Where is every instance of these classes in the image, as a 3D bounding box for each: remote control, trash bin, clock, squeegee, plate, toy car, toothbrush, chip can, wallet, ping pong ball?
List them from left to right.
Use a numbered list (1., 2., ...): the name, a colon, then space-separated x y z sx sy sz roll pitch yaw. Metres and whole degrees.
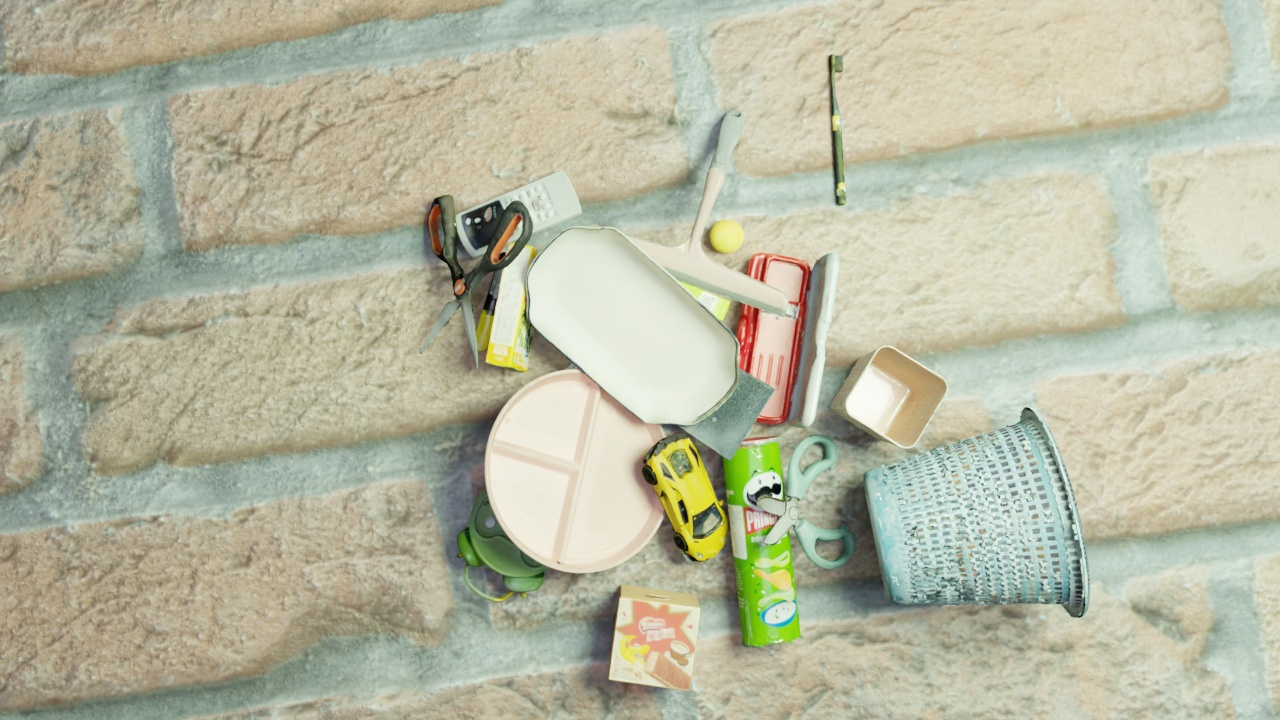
1. clock: -0.146 0.204 1.068 0.116 0.056 0.161 32 87 2
2. remote control: -0.148 -0.175 1.104 0.150 0.021 0.058 -24 87 -2
3. plate: -0.069 0.124 1.043 0.229 0.028 0.229 6 75 -25
4. plate: -0.007 -0.039 1.029 0.265 0.034 0.162 41 117 -8
5. toy car: 0.057 0.159 1.062 0.071 0.041 0.156 -26 95 -32
6. squeegee: 0.083 -0.202 1.056 0.247 0.040 0.249 19 66 0
7. wallet: 0.086 0.048 1.060 0.121 0.019 0.097 33 89 43
8. ping pong ball: 0.103 -0.148 1.093 0.040 0.040 0.040 0 87 0
9. chip can: 0.138 0.207 1.061 0.072 0.072 0.236 -6 88 0
10. toothbrush: 0.242 -0.280 1.114 0.017 0.012 0.185 -2 87 -11
11. trash bin: 0.354 0.178 1.006 0.195 0.226 0.226 -11 87 12

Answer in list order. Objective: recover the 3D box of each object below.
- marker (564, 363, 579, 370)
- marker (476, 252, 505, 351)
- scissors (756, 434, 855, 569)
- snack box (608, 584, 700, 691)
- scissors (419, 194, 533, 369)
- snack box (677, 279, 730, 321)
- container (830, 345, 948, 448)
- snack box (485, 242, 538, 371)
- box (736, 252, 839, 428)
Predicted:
1. marker: -0.066 0.000 1.098 0.145 0.017 0.017 -40 88 -1
2. marker: -0.177 -0.071 1.103 0.018 0.015 0.124 15 84 0
3. scissors: 0.196 0.155 1.057 0.170 0.019 0.180 25 66 -33
4. snack box: 0.015 0.316 1.052 0.093 0.077 0.094 8 87 1
5. scissors: -0.203 -0.104 1.052 0.234 0.021 0.220 -45 57 26
6. snack box: 0.025 -0.084 1.068 0.156 0.086 0.026 23 89 2
7. container: 0.277 0.042 1.048 0.090 0.111 0.090 32 87 1
8. snack box: -0.142 -0.059 1.064 0.034 0.087 0.140 8 87 6
9. box: 0.164 -0.027 1.058 0.102 0.100 0.201 9 87 -1
